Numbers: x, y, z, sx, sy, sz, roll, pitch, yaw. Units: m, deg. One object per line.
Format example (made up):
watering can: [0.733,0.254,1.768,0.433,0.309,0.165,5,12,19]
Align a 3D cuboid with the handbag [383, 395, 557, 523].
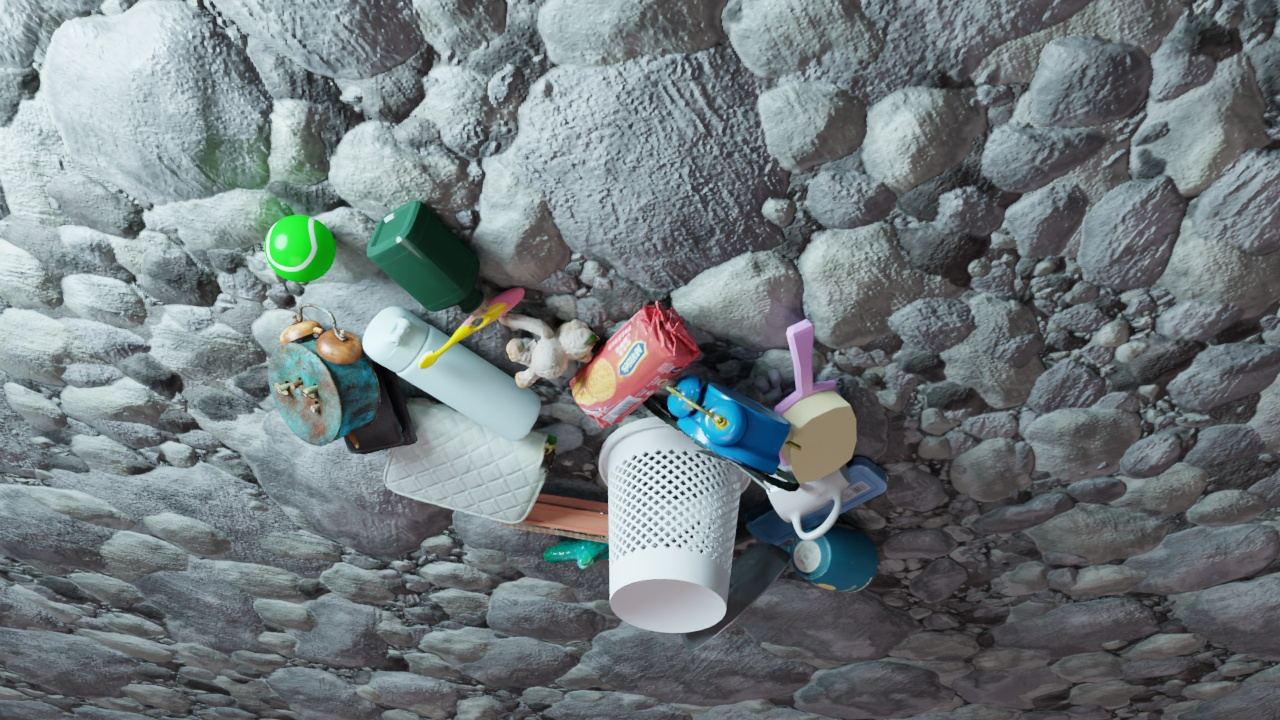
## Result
handbag: [-0.211,0.119,1.135,0.194,0.072,0.139,18,129,-13]

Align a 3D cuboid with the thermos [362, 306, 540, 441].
thermos: [-0.208,0.015,1.020,0.206,0.065,0.078,36,159,-30]

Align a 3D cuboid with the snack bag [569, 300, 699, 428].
snack bag: [-0.006,0.006,0.982,0.082,0.082,0.177,28,134,-23]

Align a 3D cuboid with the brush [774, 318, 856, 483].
brush: [0.189,0.049,1.007,0.089,0.043,0.229,-24,137,-8]

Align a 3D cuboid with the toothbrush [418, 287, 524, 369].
toothbrush: [-0.177,-0.035,0.956,0.135,0.016,0.021,-37,120,-3]

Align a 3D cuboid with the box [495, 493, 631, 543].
box: [-0.100,0.200,1.218,0.187,0.085,0.048,11,132,-3]

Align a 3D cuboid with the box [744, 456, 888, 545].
box: [0.225,0.181,1.199,0.066,0.037,0.210,36,129,-22]

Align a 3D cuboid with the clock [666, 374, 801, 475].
clock: [0.090,0.065,0.964,0.161,0.117,0.060,23,98,-41]

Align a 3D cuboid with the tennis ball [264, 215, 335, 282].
tennis ball: [-0.331,-0.109,0.893,0.065,0.065,0.065,3,139,3]

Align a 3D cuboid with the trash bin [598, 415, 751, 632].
trash bin: [0.038,0.205,1.107,0.195,0.199,0.196,3,139,3]

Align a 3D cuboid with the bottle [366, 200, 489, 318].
bottle: [-0.199,-0.089,0.903,0.061,0.061,0.131,-20,133,29]

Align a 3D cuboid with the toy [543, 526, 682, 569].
toy: [-0.041,0.256,1.277,0.194,0.072,0.130,-8,176,20]

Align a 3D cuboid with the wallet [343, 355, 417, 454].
wallet: [-0.315,0.052,1.059,0.089,0.026,0.115,-14,98,26]

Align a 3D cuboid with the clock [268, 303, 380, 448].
clock: [-0.350,0.015,0.998,0.121,0.073,0.158,15,116,31]

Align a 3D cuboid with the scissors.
scissors: [0.097,0.101,1.047,0.201,0.202,0.015,23,102,-48]

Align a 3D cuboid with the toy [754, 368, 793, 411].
toy: [0.156,0.053,1.049,0.049,0.030,0.112,-27,133,-2]

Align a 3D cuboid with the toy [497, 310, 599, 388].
toy: [-0.095,-0.021,0.977,0.106,0.074,0.085,-13,123,14]

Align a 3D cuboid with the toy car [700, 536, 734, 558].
toy car: [0.107,0.260,1.276,0.040,0.037,0.092,5,164,-2]

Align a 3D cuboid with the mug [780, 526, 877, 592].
mug: [0.240,0.261,1.221,0.112,0.084,0.104,-1,166,44]

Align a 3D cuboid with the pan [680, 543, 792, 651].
pan: [0.105,0.320,1.260,0.041,0.178,0.358,48,165,8]

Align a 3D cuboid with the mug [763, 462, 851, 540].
mug: [0.210,0.162,1.111,0.090,0.107,0.071,-28,140,21]
